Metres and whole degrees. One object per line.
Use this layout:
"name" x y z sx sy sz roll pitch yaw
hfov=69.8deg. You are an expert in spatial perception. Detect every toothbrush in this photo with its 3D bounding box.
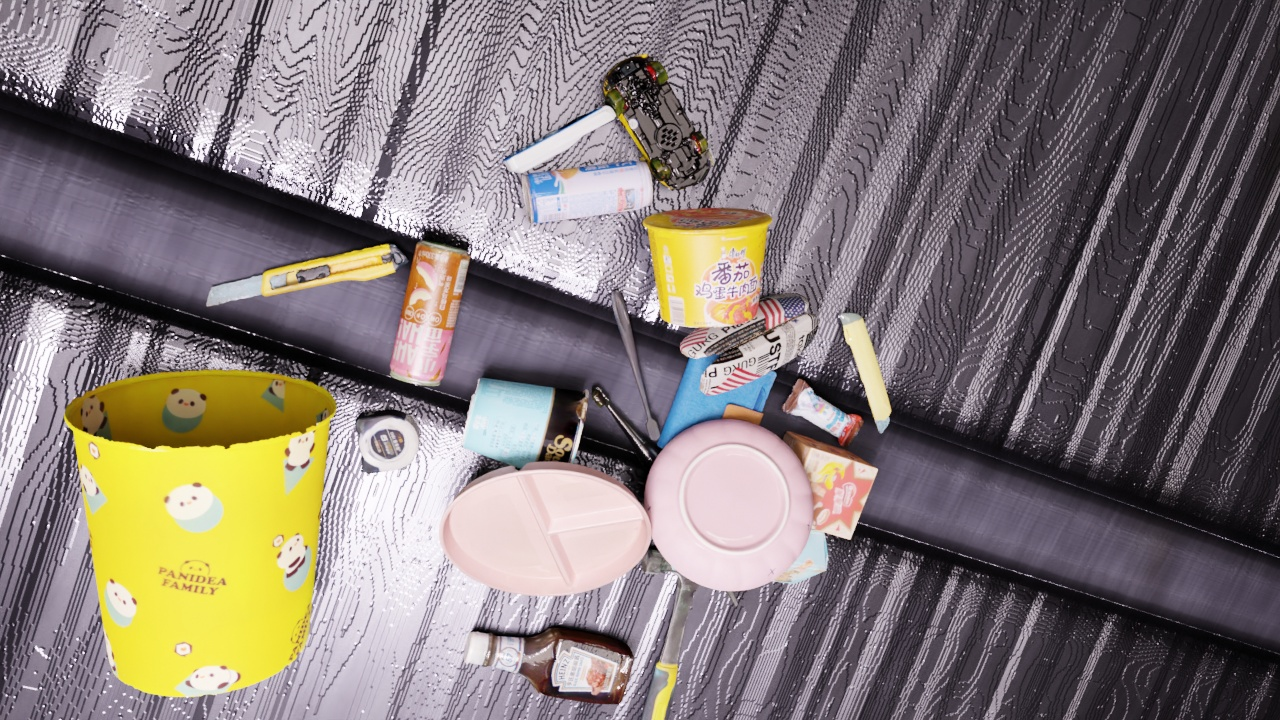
"toothbrush" -0.006 0.006 1.056 0.015 0.018 0.181 -16 101 -4
"toothbrush" 0.010 0.112 1.072 0.026 0.027 0.212 -30 108 27

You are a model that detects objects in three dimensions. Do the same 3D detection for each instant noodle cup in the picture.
"instant noodle cup" -0.128 0.069 0.997 0.120 0.111 0.111 15 96 -8
"instant noodle cup" 0.074 -0.101 0.998 0.138 0.138 0.110 -7 109 -12

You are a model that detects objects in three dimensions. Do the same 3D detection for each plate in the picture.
"plate" -0.103 0.185 1.002 0.229 0.028 0.230 -2 134 -3
"plate" 0.101 0.155 1.013 0.192 0.039 0.192 1 73 -4

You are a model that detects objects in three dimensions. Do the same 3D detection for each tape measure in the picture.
"tape measure" -0.274 0.087 0.997 0.066 0.033 0.066 -5 103 -10

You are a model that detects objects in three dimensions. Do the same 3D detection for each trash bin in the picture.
"trash bin" -0.415 0.161 0.887 0.229 0.229 0.255 2 105 -14

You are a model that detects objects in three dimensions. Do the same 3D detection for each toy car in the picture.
"toy car" 0.018 -0.256 0.998 0.071 0.041 0.156 -36 104 -5

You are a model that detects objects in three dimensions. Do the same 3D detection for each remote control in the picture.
"remote control" -0.087 -0.234 0.974 0.125 0.049 0.024 -31 108 -6

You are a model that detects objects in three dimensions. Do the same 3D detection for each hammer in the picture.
"hammer" 0.032 0.391 1.126 0.126 0.032 0.323 11 97 -14

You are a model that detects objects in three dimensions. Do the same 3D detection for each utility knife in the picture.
"utility knife" -0.347 -0.087 0.957 0.209 0.015 0.033 -14 100 -10
"utility knife" 0.279 0.015 1.122 0.031 0.018 0.167 -23 103 -4

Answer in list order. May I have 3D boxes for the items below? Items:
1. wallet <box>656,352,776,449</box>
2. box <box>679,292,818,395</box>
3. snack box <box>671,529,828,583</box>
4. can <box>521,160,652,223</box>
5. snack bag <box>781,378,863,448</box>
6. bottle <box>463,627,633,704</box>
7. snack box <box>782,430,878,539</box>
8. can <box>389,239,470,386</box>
"wallet" 0.090 0.057 1.076 0.106 0.040 0.133 20 95 -11
"box" 0.122 -0.030 1.044 0.162 0.076 0.088 -25 61 -17
"snack box" 0.127 0.224 1.082 0.174 0.074 0.051 11 62 -19
"can" -0.057 -0.182 0.988 0.134 0.053 0.053 -10 102 -11
"snack bag" 0.222 0.065 1.113 0.105 0.026 0.045 31 95 -14
"bottle" -0.108 0.354 1.081 0.194 0.044 0.080 15 95 -15
"snack box" 0.213 0.149 1.100 0.094 0.077 0.093 19 95 -16
"can" -0.223 -0.050 0.971 0.058 0.058 0.147 12 97 -15
